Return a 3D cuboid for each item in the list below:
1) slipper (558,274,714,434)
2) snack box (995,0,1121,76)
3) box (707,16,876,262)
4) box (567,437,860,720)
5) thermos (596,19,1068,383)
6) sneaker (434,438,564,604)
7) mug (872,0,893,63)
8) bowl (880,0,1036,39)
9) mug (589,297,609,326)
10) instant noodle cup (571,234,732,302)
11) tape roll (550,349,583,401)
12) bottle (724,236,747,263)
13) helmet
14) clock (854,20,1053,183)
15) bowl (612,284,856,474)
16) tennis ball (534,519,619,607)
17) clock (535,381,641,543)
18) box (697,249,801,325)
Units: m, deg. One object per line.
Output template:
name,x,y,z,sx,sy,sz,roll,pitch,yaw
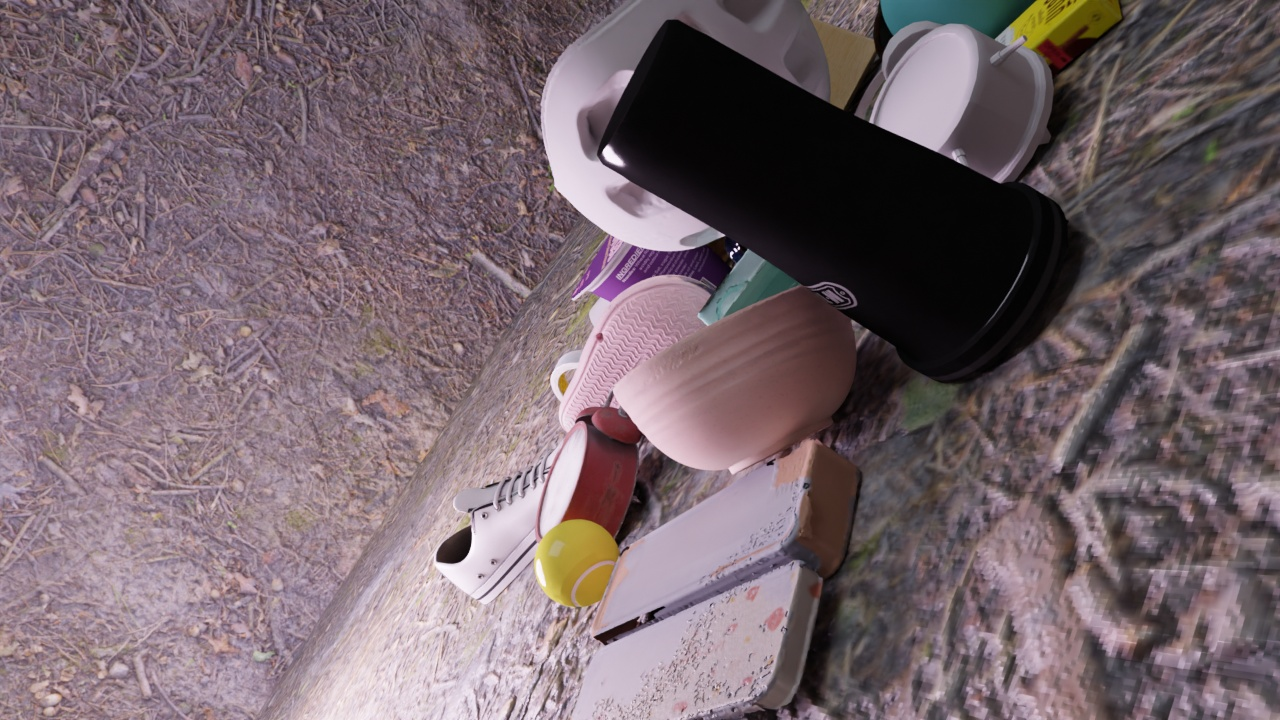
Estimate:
slipper,-0.005,0.005,0.835,0.222,0.107,0.055,-53,11,37
snack box,0.239,-0.189,0.600,0.149,0.025,0.061,-43,18,44
box,0.115,-0.235,0.948,0.248,0.141,0.185,-60,20,-20
box,0.030,0.143,0.514,0.217,0.043,0.150,-41,24,48
thermos,0.091,-0.078,0.445,0.106,0.218,0.105,-58,14,24
sneaker,-0.141,0.152,0.965,0.246,0.097,0.091,-48,15,30
mug,0.240,-0.274,0.713,0.111,0.085,0.081,-11,33,24
bowl,0.225,-0.271,0.630,0.121,0.121,0.046,-54,-22,5
mug,0.013,-0.067,1.027,0.097,0.083,0.119,-50,-15,23
instant noodle cup,0.021,-0.078,0.895,0.137,0.122,0.121,-50,14,21
tape roll,-0.045,0.028,0.933,0.094,0.094,0.019,-40,20,49
bottle,0.133,-0.137,0.787,0.161,0.056,0.056,-42,18,46
helmet,0.034,-0.186,0.715,0.224,0.184,0.282,-37,11,-6
clock,0.183,-0.151,0.573,0.120,0.061,0.159,-70,22,8
bowl,0.066,0.020,0.541,0.153,0.076,0.153,-25,-9,-4
tennis ball,-0.048,0.153,0.695,0.065,0.065,0.065,-51,13,17
clock,-0.034,0.094,0.788,0.110,0.062,0.156,173,117,-73
box,0.138,-0.076,0.687,0.189,0.080,0.077,-52,-28,13
